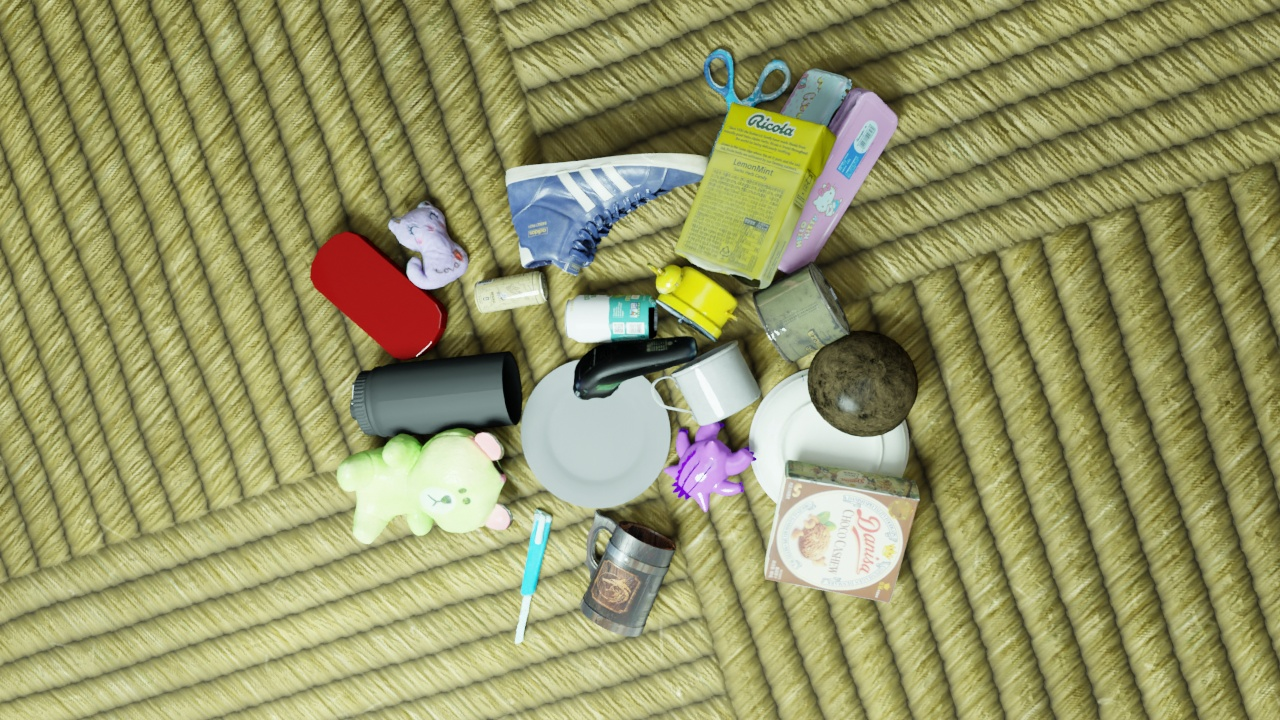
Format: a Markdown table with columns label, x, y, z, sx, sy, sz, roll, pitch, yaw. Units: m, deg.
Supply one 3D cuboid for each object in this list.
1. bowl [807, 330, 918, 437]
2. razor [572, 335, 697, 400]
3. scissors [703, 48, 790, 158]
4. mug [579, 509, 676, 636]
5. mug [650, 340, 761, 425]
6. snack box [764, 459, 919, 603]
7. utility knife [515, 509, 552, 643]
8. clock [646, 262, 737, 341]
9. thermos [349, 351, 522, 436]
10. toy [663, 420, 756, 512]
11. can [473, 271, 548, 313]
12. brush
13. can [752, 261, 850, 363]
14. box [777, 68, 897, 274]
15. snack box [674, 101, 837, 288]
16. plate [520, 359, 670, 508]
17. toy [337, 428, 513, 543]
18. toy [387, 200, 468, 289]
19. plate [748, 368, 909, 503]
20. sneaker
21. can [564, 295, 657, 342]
| label | x | y | z | sx | sy | sz | roll | pitch | yaw |
| --- | --- | --- | --- | --- | --- | --- | --- | --- | --- |
| bowl | 0.248 | 0.018 | 1.002 | 0.121 | 0.056 | 0.121 | 1 | 71 | -2 |
| razor | -0.006 | 0.006 | 1.035 | 0.151 | 0.053 | 0.067 | -14 | 135 | 14 |
| scissors | 0.102 | -0.292 | 1.044 | 0.118 | 0.013 | 0.140 | 31 | 98 | 3 |
| mug | -0.027 | 0.243 | 1.070 | 0.116 | 0.080 | 0.107 | 26 | 96 | 31 |
| mug | 0.073 | 0.032 | 1.030 | 0.113 | 0.084 | 0.070 | -28 | 93 | -4 |
| snack box | 0.222 | 0.190 | 1.024 | 0.147 | 0.041 | 0.143 | 9 | 117 | 5 |
| utility knife | -0.135 | 0.262 | 1.106 | 0.022 | 0.015 | 0.167 | 14 | 94 | 6 |
| clock | 0.053 | -0.071 | 1.029 | 0.119 | 0.083 | 0.057 | 35 | 91 | 1 |
| thermos | -0.245 | 0.042 | 1.069 | 0.199 | 0.086 | 0.086 | -6 | 93 | 7 |
| toy | 0.073 | 0.120 | 1.052 | 0.106 | 0.055 | 0.088 | 44 | 109 | 25 |
| can | -0.151 | -0.080 | 1.073 | 0.079 | 0.038 | 0.038 | -9 | 93 | 7 |
| brush | -0.307 | -0.076 | 1.090 | 0.173 | 0.042 | 0.082 | 41 | 97 | 2 |
| can | 0.175 | -0.052 | 1.006 | 0.075 | 0.089 | 0.090 | -29 | 90 | 19 |
| box | 0.183 | -0.209 | 1.032 | 0.090 | 0.091 | 0.214 | 25 | 99 | -39 |
| snack box | 0.119 | -0.175 | 0.980 | 0.121 | 0.045 | 0.181 | 25 | 95 | 34 |
| plate | -0.053 | 0.086 | 1.087 | 0.178 | 0.012 | 0.178 | 0 | 94 | 7 |
| toy | -0.244 | 0.140 | 1.069 | 0.197 | 0.107 | 0.150 | -7 | 119 | 0 |
| toy | -0.250 | -0.133 | 1.073 | 0.080 | 0.037 | 0.099 | -37 | 92 | -29 |
| plate | 0.215 | 0.098 | 1.046 | 0.182 | 0.034 | 0.182 | 0 | 94 | 6 |
| sneaker | -0.037 | -0.159 | 1.028 | 0.233 | 0.091 | 0.118 | -2 | 89 | 7 |
| can | -0.033 | -0.048 | 1.054 | 0.102 | 0.055 | 0.055 | 1 | 94 | 7 |
